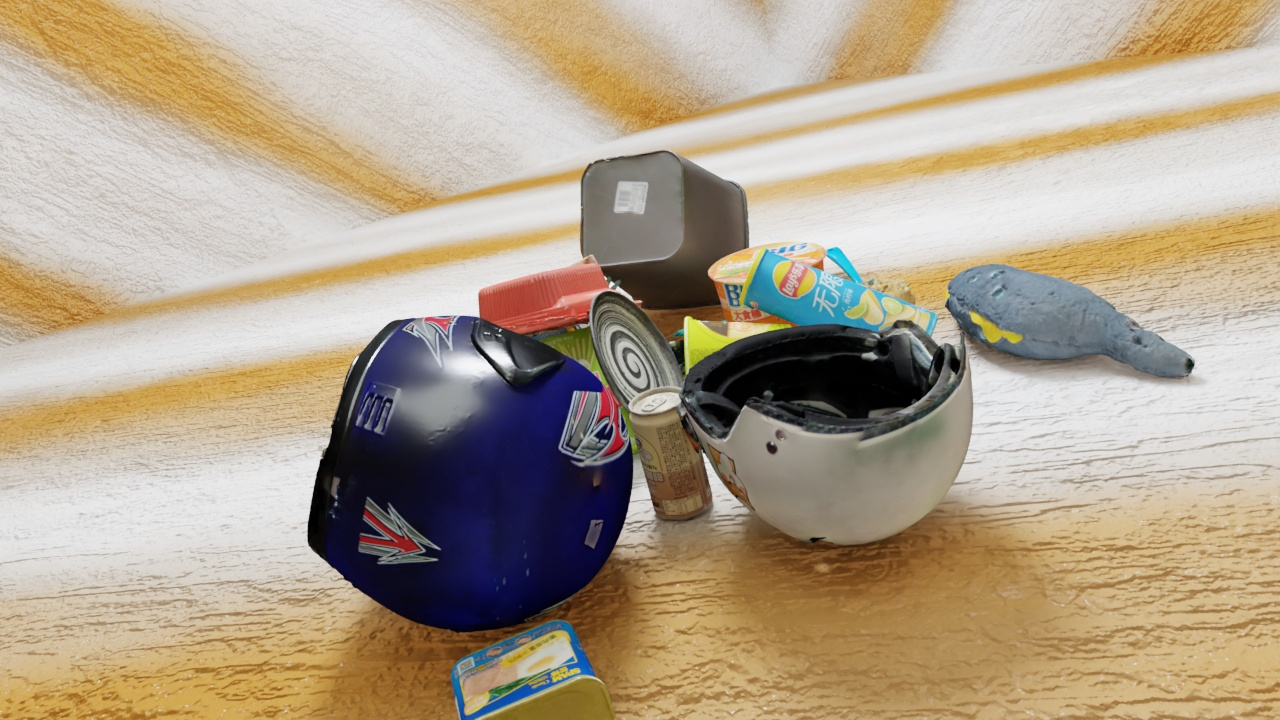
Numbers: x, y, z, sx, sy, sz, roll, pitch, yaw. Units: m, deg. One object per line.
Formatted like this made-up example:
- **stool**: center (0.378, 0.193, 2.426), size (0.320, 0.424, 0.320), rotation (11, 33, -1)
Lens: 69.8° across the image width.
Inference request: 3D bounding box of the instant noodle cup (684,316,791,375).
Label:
- **instant noodle cup**: center (0.115, 0.002, 1.042), size (0.123, 0.112, 0.111), rotation (-3, 23, 6)

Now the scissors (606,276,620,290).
- **scissors**: center (-0.073, -0.070, 1.292), size (0.073, 0.138, 0.017), rotation (5, 43, -24)

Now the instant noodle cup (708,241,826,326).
- **instant noodle cup**: center (0.171, -0.076, 1.176), size (0.151, 0.111, 0.151), rotation (-12, 22, 5)

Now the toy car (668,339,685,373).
- **toy car**: center (0.068, -0.010, 1.177), size (0.090, 0.043, 0.034), rotation (-21, -12, -4)

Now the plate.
- **plate**: center (-0.006, 0.006, 1.020), size (0.024, 0.179, 0.179), rotation (-30, 15, 24)

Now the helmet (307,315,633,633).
- **helmet**: center (-0.127, 0.089, 0.792), size (0.240, 0.248, 0.315), rotation (13, 18, -5)

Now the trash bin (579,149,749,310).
- **trash bin**: center (0.030, -0.190, 1.314), size (0.199, 0.198, 0.219), rotation (-4, -9, 24)

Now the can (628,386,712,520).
- **can**: center (0.029, 0.087, 0.857), size (0.058, 0.116, 0.058), rotation (-12, 22, 5)

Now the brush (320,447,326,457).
- **brush**: center (-0.318, 0.115, 1.084), size (0.146, 0.063, 0.072), rotation (6, 33, 45)

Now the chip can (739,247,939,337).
- **chip can**: center (0.222, -0.058, 1.035), size (0.210, 0.071, 0.071), rotation (22, 32, 11)

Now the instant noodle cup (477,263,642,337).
- **instant noodle cup**: center (-0.112, -0.064, 1.097), size (0.189, 0.079, 0.164), rotation (-10, 4, 34)

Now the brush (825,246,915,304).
- **brush**: center (0.300, -0.115, 1.267), size (0.083, 0.046, 0.254), rotation (-18, 27, 0)

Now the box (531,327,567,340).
- **box**: center (-0.105, -0.026, 1.261), size (0.184, 0.090, 0.061), rotation (-17, 23, -1)

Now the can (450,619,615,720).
- **can**: center (-0.078, 0.236, 0.643), size (0.102, 0.057, 0.083), rotation (-19, 19, -12)

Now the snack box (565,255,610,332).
- **snack box**: center (-0.061, -0.055, 1.204), size (0.075, 0.153, 0.026), rotation (-27, -1, 1)

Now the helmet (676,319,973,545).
- **helmet**: center (0.160, 0.066, 0.777), size (0.229, 0.157, 0.274), rotation (-18, 12, -16)

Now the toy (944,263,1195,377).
- **toy**: center (0.425, -0.052, 1.007), size (0.137, 0.091, 0.356), rotation (7, 14, -24)

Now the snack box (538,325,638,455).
- **snack box**: center (-0.057, 0.039, 1.019), size (0.086, 0.026, 0.156), rotation (-16, 66, -2)

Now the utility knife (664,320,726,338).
- **utility knife**: center (0.077, -0.039, 1.209), size (0.029, 0.013, 0.181), rotation (-20, -3, 31)
